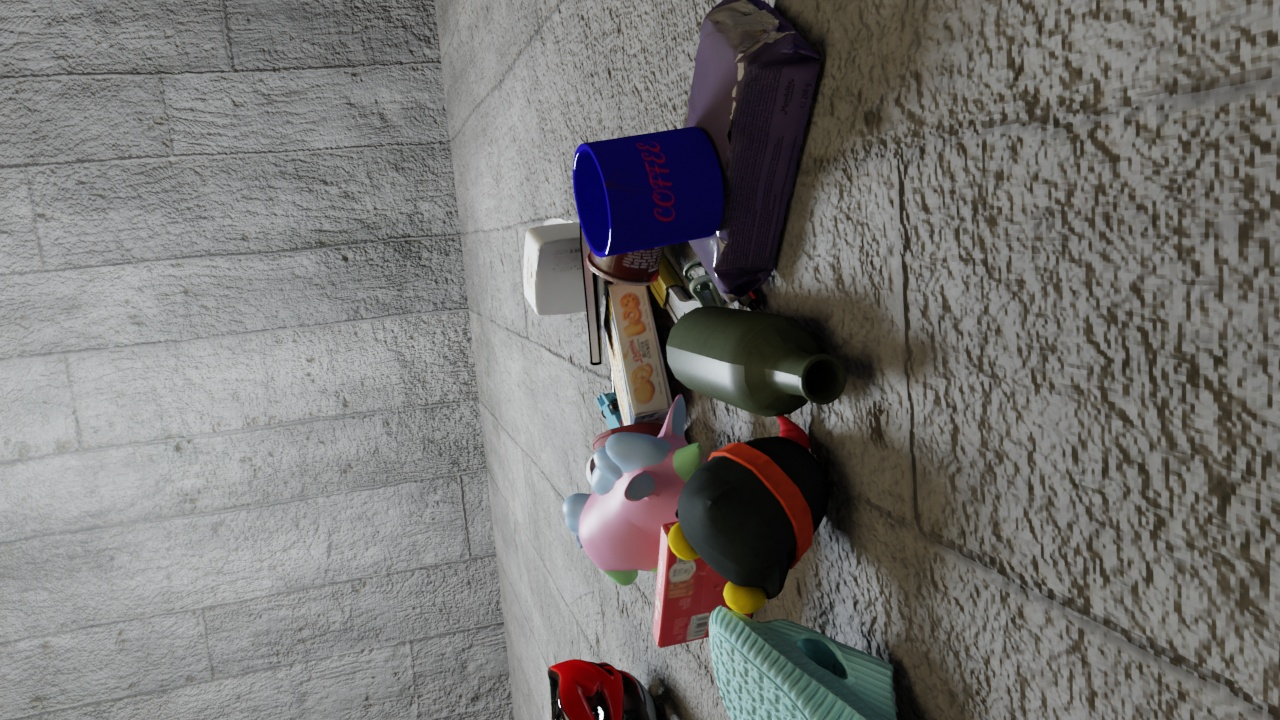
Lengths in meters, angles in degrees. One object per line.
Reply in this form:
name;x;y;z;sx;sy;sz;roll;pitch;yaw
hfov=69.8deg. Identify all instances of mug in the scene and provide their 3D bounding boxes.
mug;0.000;-0.117;0.664;0.111;0.083;0.079;152;104;-72

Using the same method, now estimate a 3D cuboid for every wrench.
wrench;0.026;-0.076;0.911;0.273;0.018;0.084;-117;25;-49

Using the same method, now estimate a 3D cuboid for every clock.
clock;-0.004;0.107;0.955;0.138;0.096;0.048;116;150;-62

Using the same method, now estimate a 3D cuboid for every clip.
clip;0.056;-0.055;0.762;0.076;0.023;0.047;56;-169;-56

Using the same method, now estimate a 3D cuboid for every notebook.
notebook;-0.057;-0.111;1.023;0.206;0.016;0.149;-97;3;-56

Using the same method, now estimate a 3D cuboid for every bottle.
bottle;0.082;0.001;0.659;0.207;0.071;0.071;-160;64;-72

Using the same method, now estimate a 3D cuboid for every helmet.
helmet;-0.052;0.487;1.159;0.272;0.166;0.217;155;107;-73

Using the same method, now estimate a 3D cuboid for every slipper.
slipper;0.140;0.253;0.589;0.276;0.069;0.116;33;131;50

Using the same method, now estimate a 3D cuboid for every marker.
marker;0.070;-0.078;0.761;0.145;0.019;0.019;-119;27;-52

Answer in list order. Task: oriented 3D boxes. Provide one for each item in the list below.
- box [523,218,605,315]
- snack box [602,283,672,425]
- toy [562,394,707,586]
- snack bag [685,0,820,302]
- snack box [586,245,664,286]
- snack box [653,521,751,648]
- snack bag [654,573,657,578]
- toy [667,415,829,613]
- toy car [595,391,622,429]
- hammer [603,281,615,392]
box;-0.109;-0.136;1.194;0.130;0.102;0.110;-128;36;-47
snack box;-0.006;0.006;0.981;0.145;0.042;0.144;101;158;-72
toy;-0.004;0.134;0.850;0.223;0.119;0.171;-11;125;39
snack bag;0.068;-0.149;0.665;0.096;0.058;0.206;-115;24;-45
snack box;-0.004;-0.139;0.859;0.072;0.072;0.121;-119;37;-52
snack box;0.058;0.188;0.791;0.021;0.089;0.133;-121;29;-53
snack bag;0.009;0.201;1.079;0.155;0.018;0.075;-117;15;-48
toy;0.086;0.100;0.646;0.097;0.119;0.100;39;150;35
toy car;-0.016;0.085;1.111;0.107;0.027;0.060;63;162;5
hammer;-0.034;0.059;1.186;0.095;0.015;0.325;-151;56;-70
